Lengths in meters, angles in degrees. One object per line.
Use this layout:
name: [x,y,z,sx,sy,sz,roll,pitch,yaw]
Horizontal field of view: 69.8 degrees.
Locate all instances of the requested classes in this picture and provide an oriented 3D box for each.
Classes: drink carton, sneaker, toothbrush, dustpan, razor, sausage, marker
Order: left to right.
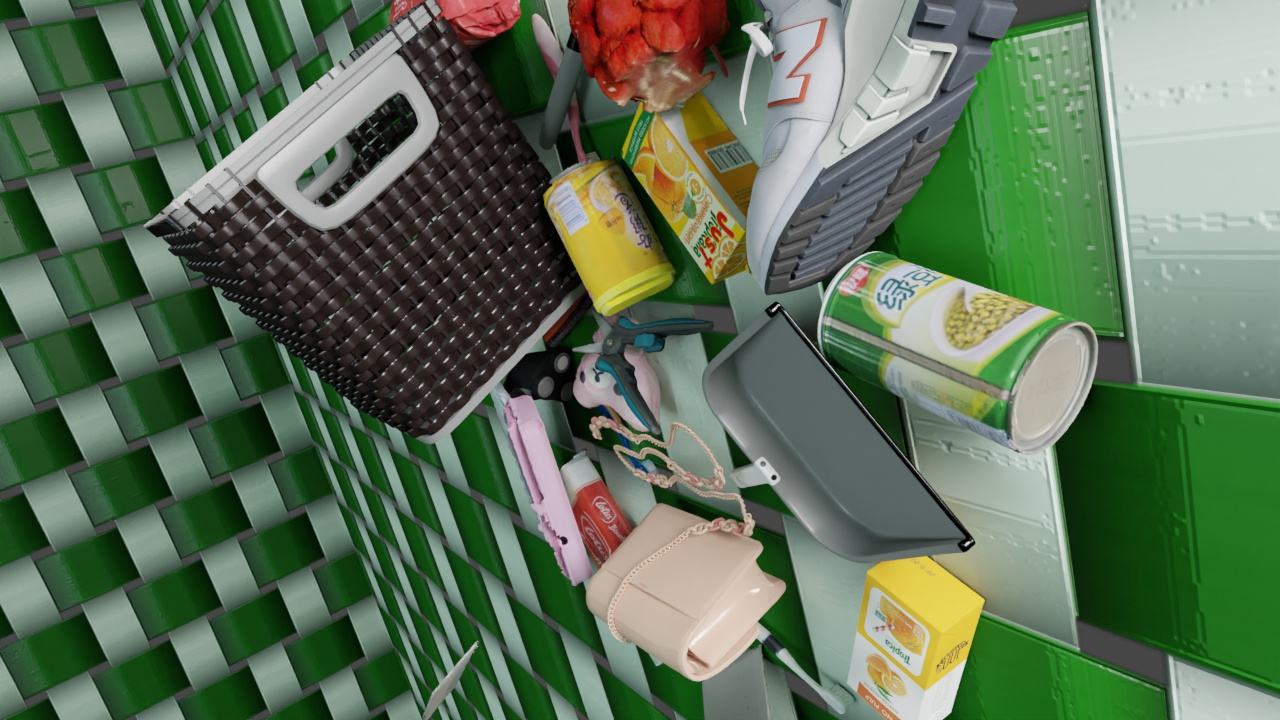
razor: [-0.116,0.020,0.964,0.060,0.057,0.156,41,160,-23]
toothbrush: [-0.058,-0.208,0.724,0.022,0.016,0.135,-11,100,61]
sausage: [-0.065,-0.042,0.857,0.020,0.020,0.156,62,152,8]
marker: [-0.052,-0.212,0.690,0.022,0.016,0.139,38,135,11]
toothbrush: [-0.024,0.061,0.873,0.135,0.017,0.022,54,146,26]
drink carton: [0.042,-0.113,0.596,0.122,0.041,0.058,56,151,16]
toothbrush: [0.109,0.235,0.779,0.187,0.017,0.012,33,135,48]
dustpan: [0.099,0.063,0.603,0.163,0.033,0.258,51,169,5]
sneaker: [0.092,-0.152,0.447,0.124,0.088,0.240,56,142,27]
drink carton: [0.175,0.187,0.597,0.058,0.040,0.123,38,141,41]

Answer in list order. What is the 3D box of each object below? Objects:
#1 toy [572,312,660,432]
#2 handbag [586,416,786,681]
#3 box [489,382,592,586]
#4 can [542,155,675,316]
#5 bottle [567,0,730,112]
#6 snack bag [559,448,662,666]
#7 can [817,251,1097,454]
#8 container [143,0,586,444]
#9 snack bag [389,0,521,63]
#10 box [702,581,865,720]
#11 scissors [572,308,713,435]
toy: [-0.020,0.006,0.784,0.099,0.052,0.096,22,117,40]
handbag: [-0.003,0.147,0.751,0.199,0.116,0.187,10,137,58]
box: [-0.104,0.117,0.940,0.153,0.041,0.201,-129,22,-60]
can: [-0.024,-0.094,0.696,0.105,0.067,0.068,63,152,6]
bottle: [0.007,-0.209,0.536,0.111,0.098,0.099,69,154,19]
snack bag: [-0.020,0.205,0.951,0.225,0.041,0.078,55,153,16]
can: [0.153,-0.008,0.458,0.121,0.067,0.067,30,136,47]
container: [-0.214,-0.104,0.770,0.243,0.247,0.246,51,160,-26]
snack bag: [-0.160,-0.291,0.765,0.177,0.082,0.082,6,116,59]
box: [0.117,0.356,0.845,0.165,0.444,0.168,47,149,12]
scissors: [-0.004,0.004,0.722,0.148,0.019,0.118,-8,64,41]
